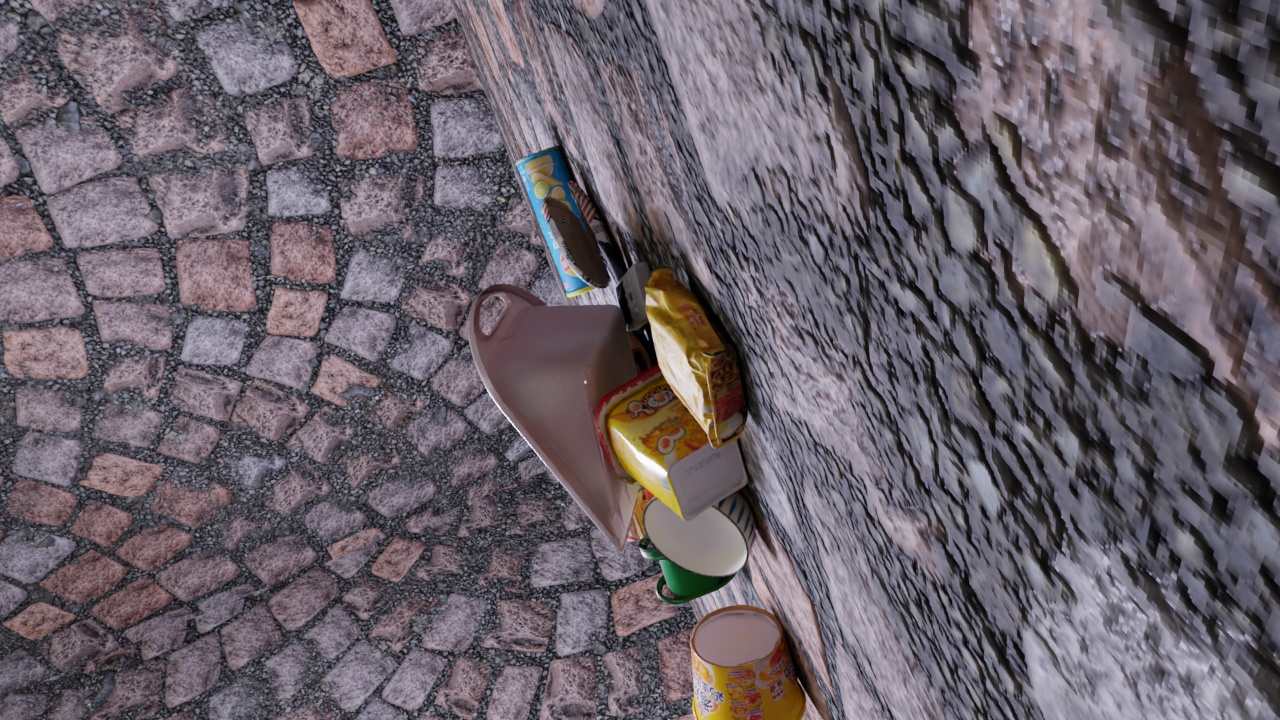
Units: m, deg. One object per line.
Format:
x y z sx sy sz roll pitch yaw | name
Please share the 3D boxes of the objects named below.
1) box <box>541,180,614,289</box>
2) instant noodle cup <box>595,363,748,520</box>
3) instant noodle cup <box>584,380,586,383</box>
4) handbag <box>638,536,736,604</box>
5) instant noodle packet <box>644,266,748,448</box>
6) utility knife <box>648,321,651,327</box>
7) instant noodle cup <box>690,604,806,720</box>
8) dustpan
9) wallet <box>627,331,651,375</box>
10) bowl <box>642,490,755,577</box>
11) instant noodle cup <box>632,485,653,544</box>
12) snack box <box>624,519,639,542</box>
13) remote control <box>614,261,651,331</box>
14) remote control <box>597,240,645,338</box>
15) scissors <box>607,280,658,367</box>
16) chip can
-0.083 -0.155 1.191 0.163 0.082 0.075 61 179 31 | box
0.035 0.080 0.887 0.123 0.116 0.116 42 157 51 | instant noodle cup
-0.039 0.038 1.403 0.118 0.118 0.115 -118 15 -47 | instant noodle cup
0.064 0.255 1.215 0.068 0.120 0.131 55 166 44 | handbag
0.044 -0.003 0.752 0.128 0.044 0.111 -123 18 -47 | instant noodle packet
0.026 -0.019 1.007 0.029 0.013 0.166 77 172 -50 | utility knife
0.121 0.365 1.081 0.138 0.138 0.110 -123 20 -65 | instant noodle cup
-0.086 0.044 1.018 0.222 0.139 0.274 -69 -28 -62 | dustpan
-0.007 0.007 1.170 0.131 0.031 0.108 -124 13 -63 | wallet
0.068 0.161 0.953 0.066 0.117 0.116 -54 -45 -44 | bowl
0.034 0.192 1.309 0.138 0.108 0.138 157 91 -85 | instant noodle cup
-0.033 0.198 1.397 0.075 0.025 0.152 53 -154 -72 | snack box
-0.006 -0.068 1.009 0.150 0.021 0.058 152 104 -79 | remote control
-0.018 -0.088 1.114 0.053 0.024 0.136 -119 5 -56 | remote control
-0.009 -0.040 1.250 0.233 0.021 0.221 -120 10 -48 | scissors
-0.111 -0.202 1.340 0.071 0.071 0.210 -141 30 -80 | chip can
